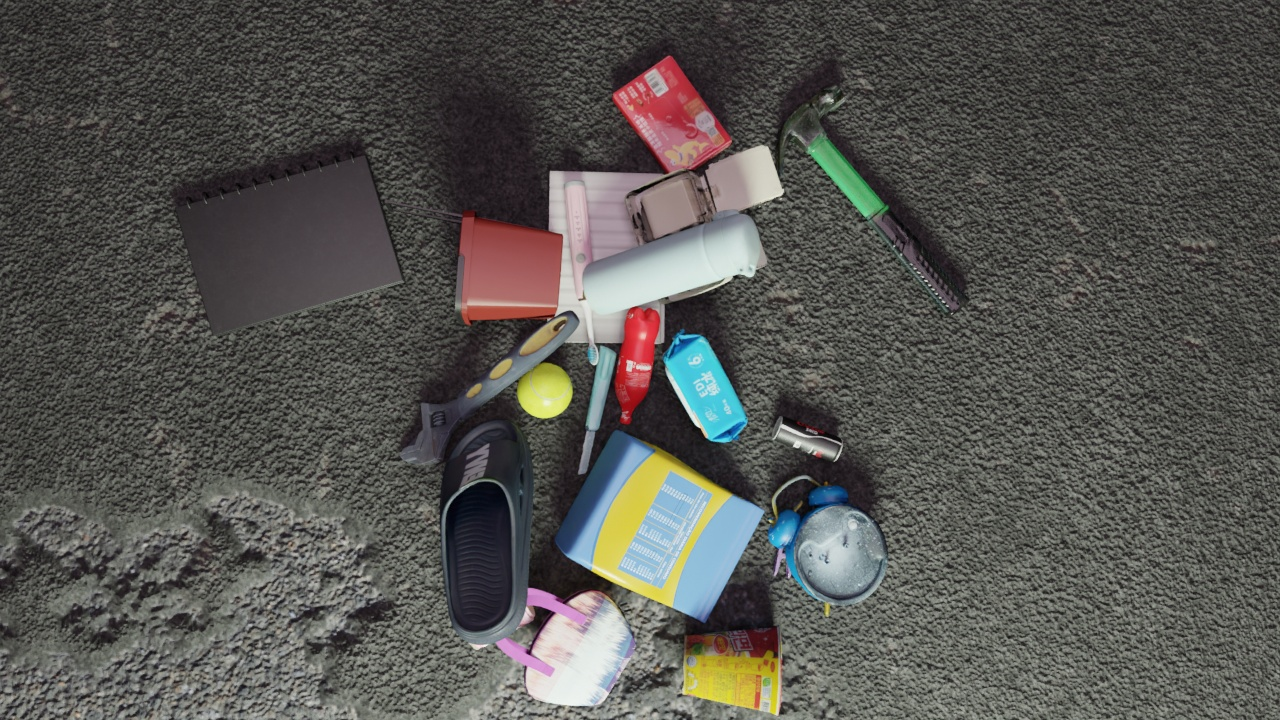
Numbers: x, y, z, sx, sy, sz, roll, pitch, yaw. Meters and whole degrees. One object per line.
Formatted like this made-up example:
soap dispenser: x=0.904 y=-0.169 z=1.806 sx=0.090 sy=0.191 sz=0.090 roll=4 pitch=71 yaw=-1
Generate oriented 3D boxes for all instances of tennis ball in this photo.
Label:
tennis ball: x=-0.113 y=0.035 z=1.082 sx=0.065 sy=0.065 sz=0.065 roll=0 pitch=87 yaw=-4

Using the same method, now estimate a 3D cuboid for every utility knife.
utility knife: x=-0.055 y=0.061 z=1.109 sx=0.022 sy=0.015 sz=0.158 roll=12 pitch=84 yaw=-2

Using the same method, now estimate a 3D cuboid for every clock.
clock: x=0.220 y=0.212 z=1.090 sx=0.116 sy=0.060 sz=0.161 roll=-30 pitch=88 yaw=-12

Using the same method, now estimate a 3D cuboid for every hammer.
hammer: x=0.291 y=-0.183 z=1.137 sx=0.130 sy=0.032 sz=0.319 roll=-41 pitch=90 yaw=-6

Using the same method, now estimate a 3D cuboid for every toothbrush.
toothbrush: x=-0.068 y=-0.105 z=1.103 sx=0.027 sy=0.026 sz=0.222 roll=-7 pitch=87 yaw=10

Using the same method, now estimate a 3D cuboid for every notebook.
notebook: x=-0.419 y=-0.142 z=1.098 sx=0.231 sy=0.019 sz=0.169 roll=-17 pitch=89 yaw=-4
notebook: x=-0.041 y=-0.126 z=1.124 sx=0.142 sy=0.009 sz=0.209 roll=1 pitch=87 yaw=-3

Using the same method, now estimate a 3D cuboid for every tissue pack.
tissue pack: x=0.073 y=0.031 z=1.082 sx=0.062 sy=0.093 sz=0.144 roll=-27 pitch=88 yaw=2

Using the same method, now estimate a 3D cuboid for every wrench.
wrench: x=-0.179 y=0.032 z=1.066 sx=0.274 sy=0.022 sz=0.073 roll=-37 pitch=63 yaw=11

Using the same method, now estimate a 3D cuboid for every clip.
clip: x=0.174 y=0.238 z=1.116 sx=0.036 sy=0.013 sz=0.052 roll=7 pitch=84 yaw=-4

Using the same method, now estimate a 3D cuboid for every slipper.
slipper: x=-0.181 y=0.172 z=1.010 sx=0.111 sy=0.083 sz=0.267 roll=-14 pitch=54 yaw=10

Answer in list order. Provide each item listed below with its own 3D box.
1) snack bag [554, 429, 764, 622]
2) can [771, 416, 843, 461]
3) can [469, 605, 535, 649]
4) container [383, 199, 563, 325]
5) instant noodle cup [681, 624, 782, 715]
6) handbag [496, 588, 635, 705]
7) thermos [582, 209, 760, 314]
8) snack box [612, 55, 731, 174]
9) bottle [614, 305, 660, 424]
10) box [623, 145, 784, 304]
snack bag: x=0.027 y=0.196 z=1.072 sx=0.205 sy=0.102 sz=0.159 roll=30 pitch=85 yaw=-14
can: x=0.203 y=0.095 z=1.115 sx=0.080 sy=0.031 sz=0.031 roll=21 pitch=86 yaw=-2
can: x=-0.169 y=0.288 z=1.064 sx=0.076 sy=0.067 sz=0.067 roll=-28 pitch=89 yaw=-4
container: x=-0.193 y=-0.106 z=1.044 sx=0.200 sy=0.148 sz=0.127 roll=5 pitch=86 yaw=-7
instant noodle cup: x=0.106 y=0.356 z=1.069 sx=0.112 sy=0.100 sz=0.100 roll=3 pitch=86 yaw=5
handbag: x=-0.098 y=0.309 z=1.033 sx=0.170 sy=0.068 sz=0.144 roll=35 pitch=85 yaw=-28
thermos: x=0.035 y=-0.109 z=1.041 sx=0.207 sy=0.065 sz=0.078 roll=-16 pitch=78 yaw=28
snack box: x=0.039 y=-0.297 z=1.132 sx=0.089 sy=0.021 sz=0.133 roll=-36 pitch=90 yaw=-4
bottle: x=-0.007 y=0.007 z=1.097 sx=0.042 sy=0.042 sz=0.141 roll=9 pitch=99 yaw=-3
box: x=0.087 y=-0.159 z=1.097 sx=0.187 sy=0.101 sz=0.145 roll=-17 pitch=91 yaw=13
